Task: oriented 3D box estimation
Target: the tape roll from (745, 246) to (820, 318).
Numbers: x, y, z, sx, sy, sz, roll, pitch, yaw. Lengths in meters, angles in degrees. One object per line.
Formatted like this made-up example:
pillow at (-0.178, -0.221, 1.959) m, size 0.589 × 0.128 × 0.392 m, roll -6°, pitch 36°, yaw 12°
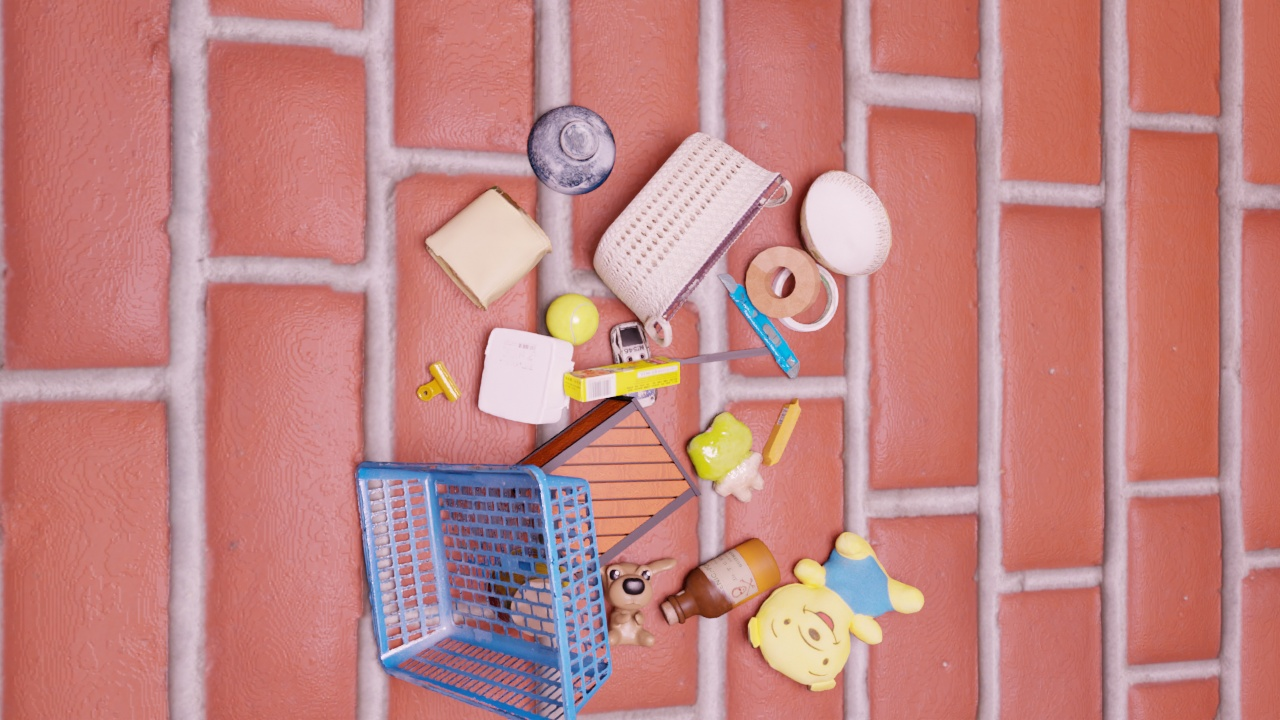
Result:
tape roll at (0.187, -0.103, 1.203) m, size 0.094 × 0.027 × 0.094 m, roll 4°, pitch 99°, yaw 26°

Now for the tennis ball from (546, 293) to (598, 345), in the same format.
tennis ball at (-0.084, -0.051, 1.143) m, size 0.065 × 0.065 × 0.065 m, roll 0°, pitch 90°, yaw -14°

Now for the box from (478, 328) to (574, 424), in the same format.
box at (-0.128, 0.019, 1.128) m, size 0.102 × 0.095 × 0.107 m, roll 11°, pitch 93°, yaw 22°

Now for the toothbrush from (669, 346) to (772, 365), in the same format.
toothbrush at (0.100, -0.004, 1.218) m, size 0.167 × 0.013 × 0.013 m, roll -7°, pitch 91°, yaw -16°

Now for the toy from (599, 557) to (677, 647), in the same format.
toy at (-0.017, 0.301, 1.147) m, size 0.134 × 0.106 × 0.108 m, roll 4°, pitch 78°, yaw -11°

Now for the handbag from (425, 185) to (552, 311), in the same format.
handbag at (-0.182, -0.138, 1.115) m, size 0.119 × 0.081 × 0.111 m, roll -43°, pitch 92°, yaw -9°

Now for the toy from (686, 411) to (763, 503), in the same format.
toy at (0.118, 0.132, 1.206) m, size 0.092 × 0.043 × 0.118 m, roll -41°, pitch 102°, yaw -13°

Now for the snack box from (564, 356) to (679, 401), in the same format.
snack box at (-0.020, 0.022, 1.118) m, size 0.147 × 0.040 × 0.029 m, roll -10°, pitch 106°, yaw -35°

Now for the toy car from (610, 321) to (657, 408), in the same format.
toy car at (-0.007, 0.007, 1.176) m, size 0.048 × 0.040 × 0.113 m, roll -13°, pitch 93°, yaw -13°

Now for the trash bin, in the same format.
trash bin at (-0.053, 0.149, 1.111) m, size 0.171 × 0.140 × 0.139 m, roll -36°, pitch 98°, yaw -12°

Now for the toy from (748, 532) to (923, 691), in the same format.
toy at (0.249, 0.336, 1.217) m, size 0.213 × 0.084 × 0.149 m, roll -41°, pitch 81°, yaw -11°

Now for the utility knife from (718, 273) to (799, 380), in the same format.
utility knife at (0.161, -0.048, 1.229) m, size 0.031 × 0.015 × 0.175 m, roll -42°, pitch 95°, yaw -29°

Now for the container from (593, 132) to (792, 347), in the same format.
container at (0.056, -0.156, 1.128) m, size 0.143 × 0.185 × 0.251 m, roll 40°, pitch 79°, yaw 1°

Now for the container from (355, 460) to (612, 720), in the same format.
container at (-0.173, 0.231, 0.995) m, size 0.089 × 0.363 × 0.257 m, roll -8°, pitch 92°, yaw -44°

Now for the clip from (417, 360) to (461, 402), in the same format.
clip at (-0.248, 0.031, 1.125) m, size 0.047 × 0.047 × 0.054 m, roll -40°, pitch 102°, yaw -47°

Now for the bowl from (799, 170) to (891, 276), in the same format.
bowl at (0.259, -0.173, 1.222) m, size 0.145 × 0.063 × 0.145 m, roll 8°, pitch 74°, yaw -27°

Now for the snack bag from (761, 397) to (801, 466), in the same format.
snack bag at (0.190, 0.097, 1.233) m, size 0.020 × 0.026 × 0.099 m, roll 26°, pitch 82°, yaw -12°

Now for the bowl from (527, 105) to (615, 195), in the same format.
bowl at (-0.080, -0.268, 1.148) m, size 0.114 × 0.061 × 0.114 m, roll 0°, pitch 91°, yaw -15°

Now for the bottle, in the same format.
bottle at (0.099, 0.293, 1.187) m, size 0.156 × 0.068 × 0.068 m, roll -25°, pitch 96°, yaw -13°

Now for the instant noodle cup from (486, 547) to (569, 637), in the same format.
instant noodle cup at (-0.132, 0.285, 1.105) m, size 0.100 × 0.112 × 0.100 m, roll 0°, pitch 90°, yaw -14°

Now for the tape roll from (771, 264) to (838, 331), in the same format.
tape roll at (0.223, -0.086, 1.246) m, size 0.093 × 0.018 × 0.094 m, roll 0°, pitch 89°, yaw -14°
